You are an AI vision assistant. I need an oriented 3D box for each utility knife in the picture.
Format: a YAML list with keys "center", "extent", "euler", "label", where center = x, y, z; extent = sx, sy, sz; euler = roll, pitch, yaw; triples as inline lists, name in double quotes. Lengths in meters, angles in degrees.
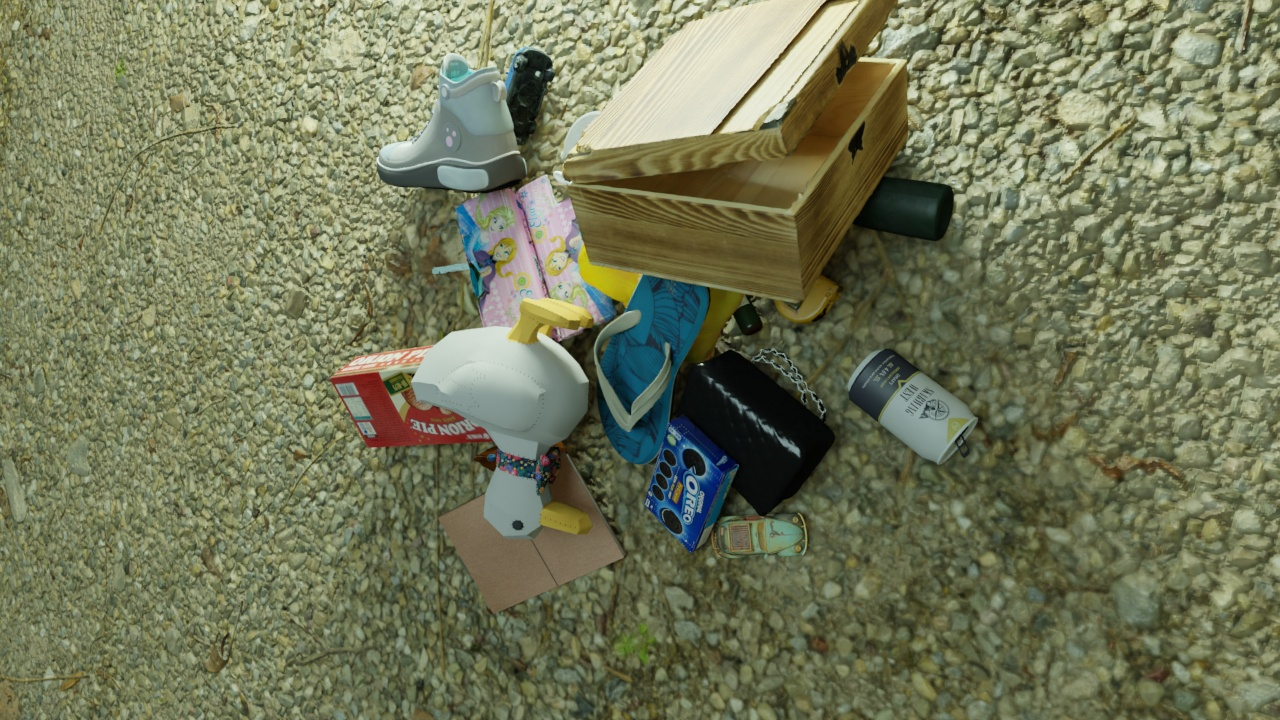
- center: [-0.206, -0.123, 1.195]
  extent: [0.169, 0.015, 0.022]
  euler: [-6, 114, 31]
  label: "utility knife"

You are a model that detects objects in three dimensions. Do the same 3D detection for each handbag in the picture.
- center: [0.122, 0.073, 0.970]
  extent: [0.154, 0.114, 0.125]
  euler: [39, 129, 22]
  label: "handbag"

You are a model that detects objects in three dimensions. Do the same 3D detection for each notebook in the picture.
- center: [-0.135, 0.212, 1.112]
  extent: [0.210, 0.008, 0.141]
  euler: [-29, 92, 25]
  label: "notebook"

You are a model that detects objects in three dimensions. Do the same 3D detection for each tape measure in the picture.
- center: [0.170, -0.069, 0.968]
  extent: [0.068, 0.030, 0.059]
  euler: [36, 103, 27]
  label: "tape measure"

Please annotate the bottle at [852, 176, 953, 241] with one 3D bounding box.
- center: [0.223, -0.162, 0.929]
  extent: [0.174, 0.055, 0.055]
  euler: [16, 95, 31]
  label: "bottle"

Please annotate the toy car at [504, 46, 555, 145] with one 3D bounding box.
- center: [-0.151, -0.332, 1.151]
  extent: [0.043, 0.056, 0.120]
  euler: [40, 113, 49]
  label: "toy car"

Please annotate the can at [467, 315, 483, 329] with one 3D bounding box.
- center: [-0.175, -0.018, 1.153]
  extent: [0.086, 0.043, 0.086]
  euler: [-2, 86, 30]
  label: "can"

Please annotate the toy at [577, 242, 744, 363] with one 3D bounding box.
- center: [0.016, -0.090, 1.003]
  extent: [0.194, 0.087, 0.135]
  euler: [40, 133, 17]
  label: "toy"

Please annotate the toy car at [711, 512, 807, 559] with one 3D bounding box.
- center: [0.119, 0.187, 0.972]
  extent: [0.112, 0.047, 0.047]
  euler: [-10, 81, 31]
  label: "toy car"

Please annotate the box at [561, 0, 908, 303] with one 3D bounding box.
- center: [0.088, -0.219, 0.867]
  extent: [0.248, 0.176, 0.278]
  euler: [12, 49, 31]
  label: "box"

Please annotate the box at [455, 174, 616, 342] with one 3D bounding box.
- center: [-0.131, -0.120, 1.117]
  extent: [0.159, 0.035, 0.230]
  euler: [-23, 68, 13]
  label: "box"

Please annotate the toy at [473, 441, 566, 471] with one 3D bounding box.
- center: [-0.143, 0.112, 1.096]
  extent: [0.090, 0.102, 0.070]
  euler: [-19, 73, 34]
  label: "toy"

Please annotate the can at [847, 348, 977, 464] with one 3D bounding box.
- center: [0.266, 0.047, 0.886]
  extent: [0.127, 0.064, 0.064]
  euler: [41, 107, 25]
  label: "can"

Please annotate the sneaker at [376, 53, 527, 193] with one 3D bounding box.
- center: [-0.250, -0.296, 1.143]
  extent: [0.257, 0.092, 0.160]
  euler: [15, 121, 39]
  label: "sneaker"

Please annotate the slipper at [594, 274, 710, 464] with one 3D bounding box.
- center: [-0.006, 0.006, 0.972]
  extent: [0.118, 0.060, 0.296]
  euler: [50, 141, 26]
  label: "slipper"

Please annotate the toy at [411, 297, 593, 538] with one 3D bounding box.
- center: [-0.138, 0.060, 1.011]
  extent: [0.247, 0.140, 0.268]
  euler: [22, 97, 7]
  label: "toy"

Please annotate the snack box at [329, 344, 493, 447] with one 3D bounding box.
- center: [-0.275, 0.045, 1.159]
  extent: [0.237, 0.060, 0.113]
  euler: [-6, 117, 34]
  label: "snack box"

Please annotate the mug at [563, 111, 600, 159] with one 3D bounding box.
- center: [-0.030, -0.233, 1.068]
  extent: [0.084, 0.070, 0.113]
  euler: [-50, 64, 17]
  label: "mug"

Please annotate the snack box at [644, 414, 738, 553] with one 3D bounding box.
- center: [0.051, 0.135, 0.980]
  extent: [0.082, 0.027, 0.151]
  euler: [43, 143, 26]
  label: "snack box"

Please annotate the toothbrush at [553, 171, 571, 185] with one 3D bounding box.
- center: [-0.024, -0.172, 1.086]
  extent: [0.222, 0.026, 0.027]
  euler: [37, 112, 26]
  label: "toothbrush"

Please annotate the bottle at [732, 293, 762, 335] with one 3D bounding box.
- center: [0.102, -0.077, 1.009]
  extent: [0.025, 0.025, 0.106]
  euler: [-33, 72, 24]
  label: "bottle"
